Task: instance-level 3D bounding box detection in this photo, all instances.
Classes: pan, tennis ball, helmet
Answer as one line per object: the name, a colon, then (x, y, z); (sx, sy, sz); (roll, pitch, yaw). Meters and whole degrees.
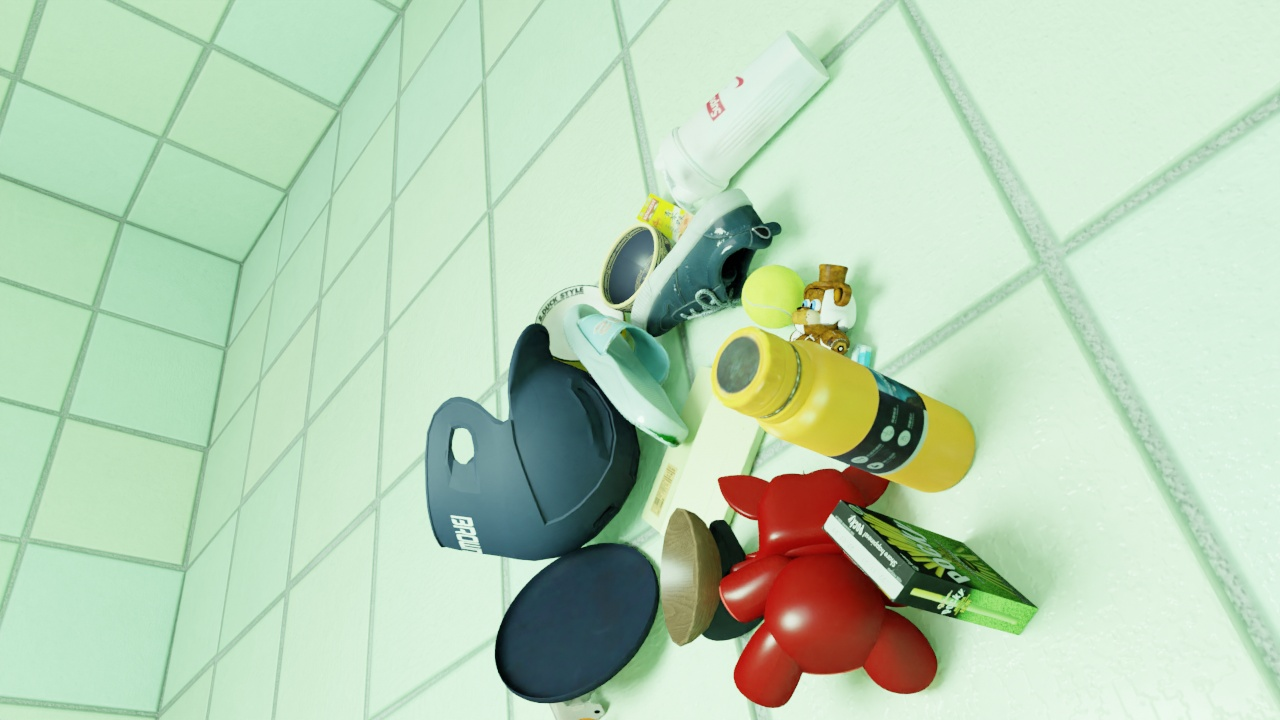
pan: (-0.080, 0.241, 1.057); (0.199, 0.021, 0.356); (-28, 31, 6)
tennis ball: (0.136, -0.065, 0.935); (0.065, 0.065, 0.065); (-30, 49, 42)
helmet: (-0.112, 0.092, 1.051); (0.232, 0.223, 0.271); (87, -179, -70)

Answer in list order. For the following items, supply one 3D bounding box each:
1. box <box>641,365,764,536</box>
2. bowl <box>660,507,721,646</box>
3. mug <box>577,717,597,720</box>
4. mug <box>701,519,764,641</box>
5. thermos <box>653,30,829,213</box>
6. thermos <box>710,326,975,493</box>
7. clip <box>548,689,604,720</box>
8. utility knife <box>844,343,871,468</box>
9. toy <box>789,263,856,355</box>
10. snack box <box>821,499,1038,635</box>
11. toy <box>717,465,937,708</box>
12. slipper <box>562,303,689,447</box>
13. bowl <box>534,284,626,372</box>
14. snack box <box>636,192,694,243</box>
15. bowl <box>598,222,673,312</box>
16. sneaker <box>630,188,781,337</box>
box: (0.063, 0.100, 0.968); (0.141, 0.047, 0.187); (21, 89, 58)
bowl: (0.046, 0.187, 0.797); (0.118, 0.030, 0.118); (-177, 91, -77)
mug: (-0.066, 0.439, 0.940); (0.096, 0.077, 0.112); (-43, 69, 32)
mug: (0.075, 0.197, 0.854); (0.077, 0.071, 0.105); (-119, 27, -49)
thermos: (0.112, -0.278, 1.067); (0.221, 0.099, 0.099); (-40, 43, 28)
thermos: (0.152, 0.041, 0.706); (0.092, 0.232, 0.076); (-24, 54, 47)
clip: (-0.068, 0.376, 0.989); (0.054, 0.102, 0.040); (-23, 39, -12)
utility knife: (0.194, 0.043, 0.842); (0.022, 0.015, 0.123); (-14, 63, 65)
toy: (0.171, -0.036, 0.874); (0.087, 0.067, 0.112); (-168, 85, -70)
snack box: (0.206, 0.147, 0.649); (0.025, 0.147, 0.080); (-60, 35, 12)
toy: (0.145, 0.170, 0.746); (0.158, 0.121, 0.196); (-10, 45, 10)
slipper: (-0.006, 0.006, 1.031); (0.074, 0.104, 0.245); (-48, 40, 10)
bowl: (-0.073, -0.032, 1.186); (0.117, 0.068, 0.117); (-4, 59, 6)
snack box: (0.045, -0.171, 1.150); (0.040, 0.029, 0.148); (-61, 35, 9)
bowl: (0.006, -0.108, 1.140); (0.113, 0.061, 0.112); (-30, 49, 42)
sneaker: (0.072, -0.088, 1.025); (0.087, 0.089, 0.236); (54, 138, 17)
